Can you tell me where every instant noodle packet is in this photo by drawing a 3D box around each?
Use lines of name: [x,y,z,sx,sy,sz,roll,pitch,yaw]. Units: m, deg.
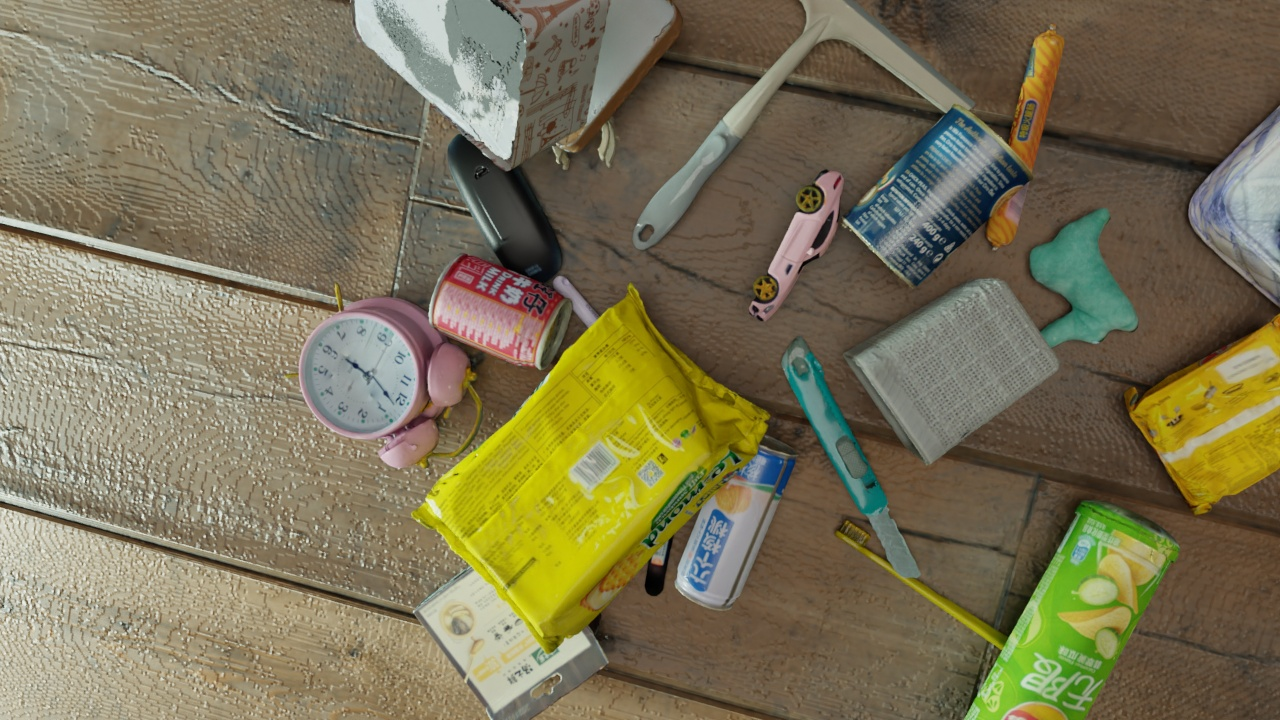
instant noodle packet: [0.428,0.036,0.653,0.129,0.044,0.111,-34,97,19]

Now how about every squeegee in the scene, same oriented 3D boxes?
squeegee: [0.074,-0.179,0.686,0.246,0.039,0.247,42,100,2]

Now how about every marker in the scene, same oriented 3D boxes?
marker: [0.020,0.132,0.741,0.018,0.015,0.124,12,100,8]

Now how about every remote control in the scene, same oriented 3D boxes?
remote control: [-0.109,-0.122,0.725,0.053,0.024,0.136,-29,92,11]

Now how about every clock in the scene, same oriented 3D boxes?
clock: [-0.198,0.019,0.736,0.158,0.059,0.117,33,100,2]

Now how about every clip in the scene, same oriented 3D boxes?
clip: [-0.058,-0.194,0.706,0.083,0.034,0.104,-19,89,9]

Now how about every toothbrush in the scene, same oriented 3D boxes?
toothbrush: [0.235,0.184,0.716,0.190,0.015,0.016,34,93,3]
toothbrush: [-0.004,0.004,0.728,0.189,0.029,0.021,47,137,2]

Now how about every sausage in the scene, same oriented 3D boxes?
sausage: [0.280,-0.160,0.668,0.021,0.021,0.165,13,98,6]

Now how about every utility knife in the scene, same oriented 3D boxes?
utility knife: [0.163,0.077,0.710,0.029,0.013,0.207,-28,89,2]

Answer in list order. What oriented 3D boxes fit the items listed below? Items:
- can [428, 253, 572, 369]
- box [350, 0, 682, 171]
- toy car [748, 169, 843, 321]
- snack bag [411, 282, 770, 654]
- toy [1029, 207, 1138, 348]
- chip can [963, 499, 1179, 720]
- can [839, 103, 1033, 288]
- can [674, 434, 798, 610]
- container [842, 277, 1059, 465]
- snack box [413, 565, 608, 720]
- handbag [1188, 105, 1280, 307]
can: [-0.107,-0.037,0.712,0.094,0.066,0.066,22,99,7]
box: [-0.080,-0.253,0.652,0.182,0.153,0.177,43,61,14]
toy car: [0.119,-0.083,0.683,0.037,0.056,0.122,28,100,11]
snack bag: [-0.039,0.082,0.678,0.158,0.068,0.246,45,95,15]
toy: [0.320,-0.050,0.671,0.097,0.030,0.092,-35,88,16]
chip can: [0.307,0.208,0.667,0.072,0.072,0.221,28,91,4]
can: [0.207,-0.114,0.651,0.075,0.075,0.111,44,107,1]
can: [0.073,0.123,0.712,0.053,0.053,0.135,22,99,5]
container: [0.223,0.003,0.662,0.114,0.090,0.090,-34,91,7]
snack box: [-0.102,0.217,0.747,0.113,0.053,0.125,-37,90,9]
handbag: [0.488,-0.128,0.615,0.134,0.075,0.194,41,101,0]
